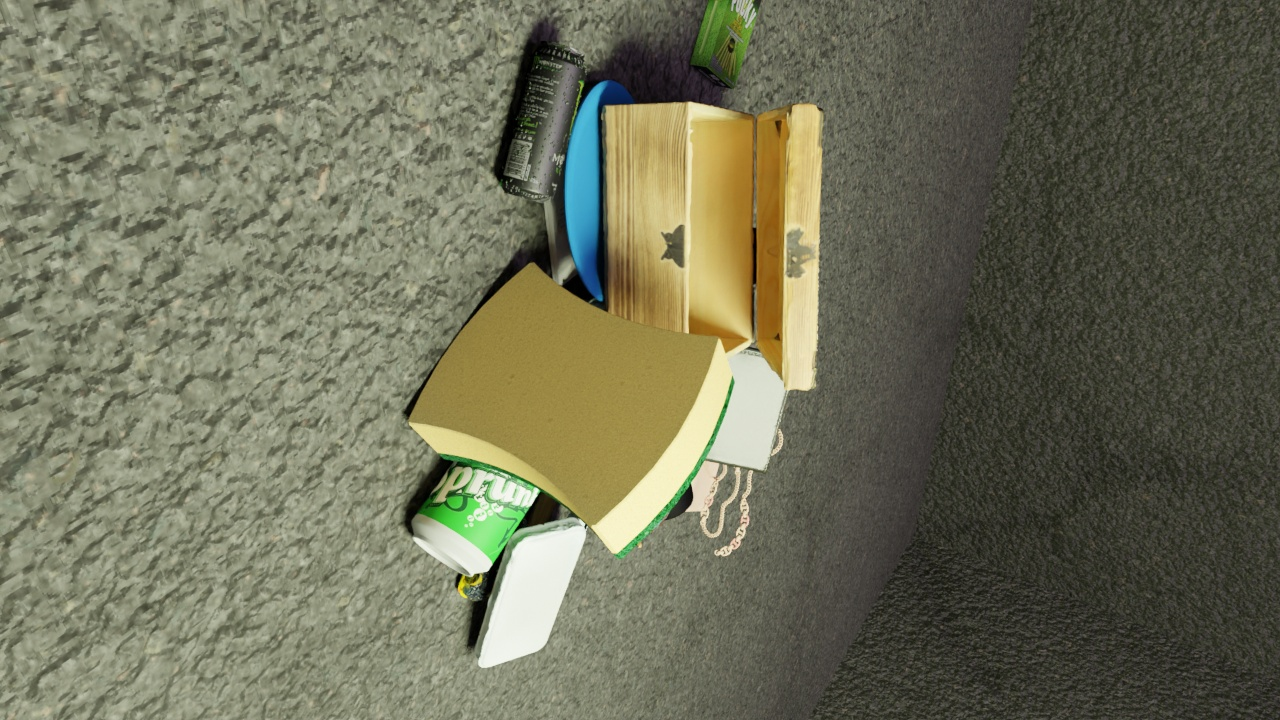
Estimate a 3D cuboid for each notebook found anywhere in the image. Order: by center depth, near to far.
[{"bbox_3d":[0.084,0.049,1.183,0.029,0.209,0.169,-120,-137,-75],"label":"notebook"}]

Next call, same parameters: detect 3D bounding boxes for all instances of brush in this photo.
[{"bbox_3d":[-0.061,0.037,0.832,0.194,0.250,0.075,-56,149,-19],"label":"brush"}]

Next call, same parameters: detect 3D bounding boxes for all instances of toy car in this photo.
[{"bbox_3d":[-0.161,0.216,1.009,0.106,0.030,0.049,-55,148,-20],"label":"toy car"}]

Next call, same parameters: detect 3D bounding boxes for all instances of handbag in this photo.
[{"bbox_3d":[0.125,0.168,1.325,0.116,0.187,0.198,16,89,-56],"label":"handbag"}]

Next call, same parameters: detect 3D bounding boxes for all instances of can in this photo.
[{"bbox_3d":[-0.088,-0.213,0.829,0.053,0.054,0.138,2,106,-61],"label":"can"},{"bbox_3d":[-0.155,0.134,0.902,0.139,0.088,0.088,-57,150,-23],"label":"can"}]

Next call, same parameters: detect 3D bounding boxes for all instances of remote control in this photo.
[{"bbox_3d":[-0.078,-0.145,0.940,0.050,0.011,0.136,-44,143,-41],"label":"remote control"}]

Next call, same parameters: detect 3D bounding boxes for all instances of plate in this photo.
[{"bbox_3d":[-0.038,-0.172,0.950,0.224,0.024,0.224,5,90,-69],"label":"plate"}]

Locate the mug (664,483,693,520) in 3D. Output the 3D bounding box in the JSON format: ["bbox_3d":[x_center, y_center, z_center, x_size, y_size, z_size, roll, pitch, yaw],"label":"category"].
[{"bbox_3d":[0.007,0.160,1.241,0.118,0.085,0.100,-24,120,-16],"label":"mug"}]

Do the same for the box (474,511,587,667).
[{"bbox_3d":[-0.107,0.242,1.043,0.185,0.084,0.211,-30,146,-56],"label":"box"}]

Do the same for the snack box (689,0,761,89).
[{"bbox_3d":[0.107,-0.408,1.087,0.080,0.025,0.147,6,102,-62],"label":"snack box"}]

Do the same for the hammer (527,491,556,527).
[{"bbox_3d":[-0.064,0.064,1.076,0.328,0.052,0.098,-65,153,-3],"label":"hammer"}]

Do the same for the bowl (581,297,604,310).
[{"bbox_3d":[-0.071,-0.022,0.985,0.110,0.055,0.110,-42,144,-42],"label":"bowl"}]

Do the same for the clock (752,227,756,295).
[{"bbox_3d":[0.137,-0.132,1.261,0.091,0.042,0.120,67,26,-61],"label":"clock"}]

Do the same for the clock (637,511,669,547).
[{"bbox_3d":[-0.017,0.140,1.127,0.073,0.121,0.157,46,61,-65],"label":"clock"}]

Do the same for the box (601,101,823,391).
[{"bbox_3d":[0.106,-0.130,0.992,0.258,0.221,0.279,-27,118,-65],"label":"box"}]
